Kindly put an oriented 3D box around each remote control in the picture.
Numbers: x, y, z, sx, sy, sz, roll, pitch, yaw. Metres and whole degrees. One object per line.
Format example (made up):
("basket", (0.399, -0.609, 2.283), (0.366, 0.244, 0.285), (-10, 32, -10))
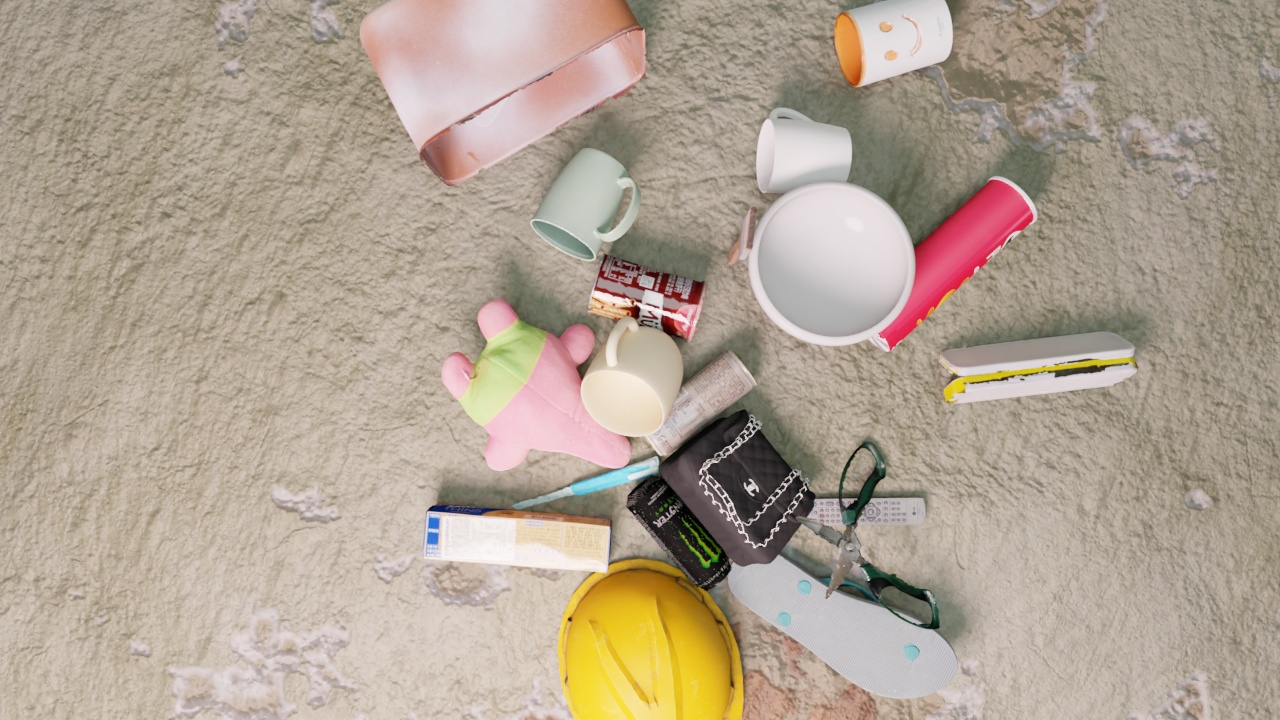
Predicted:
("remote control", (0.259, 0.173, 1.056), (0.136, 0.013, 0.033), (-1, 90, -1))

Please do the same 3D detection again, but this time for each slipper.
("slipper", (0.223, 0.299, 1.045), (0.269, 0.054, 0.098), (25, 92, 10))

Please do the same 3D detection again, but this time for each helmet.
("helmet", (0.012, 0.352, 0.996), (0.205, 0.131, 0.255), (-21, 89, 0))

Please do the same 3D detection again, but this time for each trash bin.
("trash bin", (-0.141, -0.326, 0.968), (0.260, 0.181, 0.157), (-28, 89, 0))

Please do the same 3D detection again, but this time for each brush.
("brush", (0.107, -0.123, 0.988), (0.008, 0.143, 0.045), (8, 81, -2))

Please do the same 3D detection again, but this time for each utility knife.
("utility knife", (-0.063, 0.143, 1.050), (0.176, 0.015, 0.022), (-15, 118, 0))

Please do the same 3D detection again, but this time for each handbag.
("handbag", (0.120, 0.132, 1.001), (0.124, 0.115, 0.153), (-40, 88, -25))

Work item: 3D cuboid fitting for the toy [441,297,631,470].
("toy", (-0.105, 0.044, 1.018), (0.236, 0.097, 0.192), (38, 80, -15))

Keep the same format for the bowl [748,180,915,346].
("bowl", (0.200, -0.100, 0.989), (0.176, 0.066, 0.176), (0, 83, -3))

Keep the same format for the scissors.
("scissors", (0.262, 0.193, 1.014), (0.201, 0.015, 0.203), (33, 58, -11))

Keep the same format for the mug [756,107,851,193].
("mug", (0.181, -0.240, 1.030), (0.087, 0.081, 0.114), (1, 59, -7))

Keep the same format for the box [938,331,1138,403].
("box", (0.447, 0.009, 1.034), (0.210, 0.067, 0.070), (-7, 92, 0))

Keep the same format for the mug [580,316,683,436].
("mug", (-0.006, 0.006, 0.988), (0.096, 0.099, 0.120), (1, 129, 25))

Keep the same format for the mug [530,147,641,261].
("mug", (-0.050, -0.171, 1.008), (0.111, 0.084, 0.104), (20, 77, 35))

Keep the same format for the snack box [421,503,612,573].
("snack box", (-0.136, 0.199, 1.030), (0.207, 0.057, 0.056), (5, 91, 0))

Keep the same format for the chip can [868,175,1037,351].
("chip can", (0.336, -0.107, 1.029), (0.220, 0.069, 0.069), (-42, 91, 0))

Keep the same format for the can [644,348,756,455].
("can", (0.062, 0.048, 1.033), (0.135, 0.054, 0.054), (-38, 91, -1))

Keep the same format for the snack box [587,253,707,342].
("snack box", (0.008, -0.070, 1.023), (0.121, 0.072, 0.072), (16, 90, -1))

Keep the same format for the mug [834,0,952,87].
("mug", (0.280, -0.359, 1.021), (0.105, 0.082, 0.082), (-16, 90, -2))

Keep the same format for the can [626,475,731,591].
("can", (0.043, 0.193, 1.033), (0.054, 0.054, 0.137), (-41, 91, -1))
